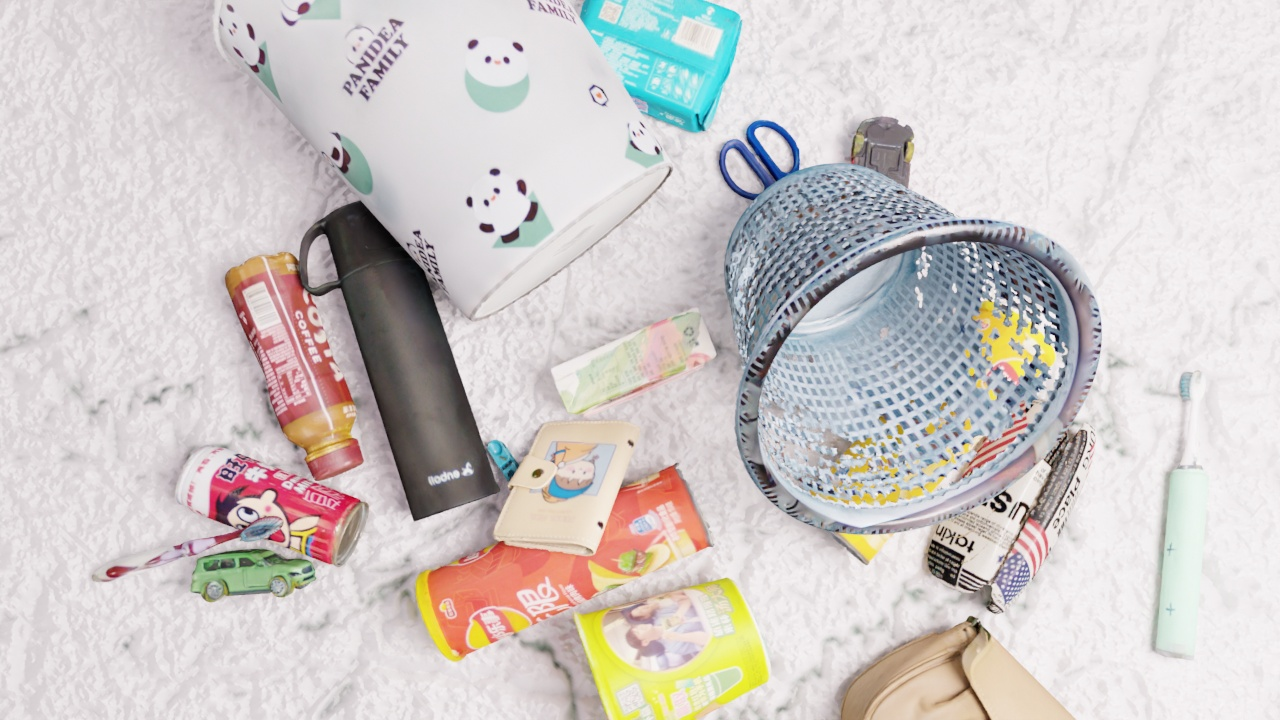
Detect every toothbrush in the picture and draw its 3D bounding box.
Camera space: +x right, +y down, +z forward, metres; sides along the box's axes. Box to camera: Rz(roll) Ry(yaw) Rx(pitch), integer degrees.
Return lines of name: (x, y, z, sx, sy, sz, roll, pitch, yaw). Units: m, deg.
toothbrush: (0.423, 0.118, 0.711, 0.026, 0.027, 0.224, 8, 86, -13)
toothbrush: (-0.347, 0.146, 0.693, 0.188, 0.017, 0.016, -17, 103, 18)

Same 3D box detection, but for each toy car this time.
toy car: (0.189, -0.141, 0.731, 0.049, 0.031, 0.106, 7, 87, 0)
toy car: (-0.297, 0.164, 0.705, 0.091, 0.043, 0.036, 0, 85, 0)

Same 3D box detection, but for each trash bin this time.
trash bin: (-0.124, -0.180, 0.651, 0.229, 0.229, 0.252, -37, 92, -3)
trash bin: (0.152, -0.030, 0.621, 0.226, 0.194, 0.227, -5, 124, -8)

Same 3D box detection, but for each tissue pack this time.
tissue pack: (0.008, -0.248, 0.732, 0.133, 0.050, 0.093, 22, 88, 3)

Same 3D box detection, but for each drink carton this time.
drink carton: (-0.004, 0.004, 0.711, 0.122, 0.053, 0.045, -23, 86, -1)

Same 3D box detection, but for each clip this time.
clip: (-0.102, 0.086, 0.722, 0.014, 0.039, 0.056, -33, 77, -3)

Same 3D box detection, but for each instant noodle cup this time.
instant noodle cup: (0.026, 0.218, 0.672, 0.123, 0.112, 0.111, -18, 85, -9)

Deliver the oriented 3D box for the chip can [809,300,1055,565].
chip can: (0.216, 0.054, 0.697, 0.072, 0.072, 0.213, 43, 88, 3)

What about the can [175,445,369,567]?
can: (-0.282, 0.110, 0.704, 0.133, 0.053, 0.053, 20, 86, 2)

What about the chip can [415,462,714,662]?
chip can: (-0.055, 0.152, 0.691, 0.216, 0.073, 0.073, -23, 86, -2)

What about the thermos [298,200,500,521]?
thermos: (-0.189, 0.002, 0.706, 0.090, 0.068, 0.242, -20, 84, -8)

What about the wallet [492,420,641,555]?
wallet: (-0.056, 0.091, 0.684, 0.087, 0.024, 0.114, 4, 47, 20)

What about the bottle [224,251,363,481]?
bottle: (-0.264, 0.006, 0.710, 0.057, 0.057, 0.175, -22, 86, -2)

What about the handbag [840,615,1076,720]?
handbag: (0.252, 0.296, 0.662, 0.204, 0.100, 0.147, 45, 84, 0)

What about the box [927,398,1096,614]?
box: (0.295, 0.116, 0.703, 0.088, 0.076, 0.162, 34, 83, -21)

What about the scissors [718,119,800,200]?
scissors: (0.139, -0.123, 0.741, 0.175, 0.012, 0.108, 30, 87, 1)
